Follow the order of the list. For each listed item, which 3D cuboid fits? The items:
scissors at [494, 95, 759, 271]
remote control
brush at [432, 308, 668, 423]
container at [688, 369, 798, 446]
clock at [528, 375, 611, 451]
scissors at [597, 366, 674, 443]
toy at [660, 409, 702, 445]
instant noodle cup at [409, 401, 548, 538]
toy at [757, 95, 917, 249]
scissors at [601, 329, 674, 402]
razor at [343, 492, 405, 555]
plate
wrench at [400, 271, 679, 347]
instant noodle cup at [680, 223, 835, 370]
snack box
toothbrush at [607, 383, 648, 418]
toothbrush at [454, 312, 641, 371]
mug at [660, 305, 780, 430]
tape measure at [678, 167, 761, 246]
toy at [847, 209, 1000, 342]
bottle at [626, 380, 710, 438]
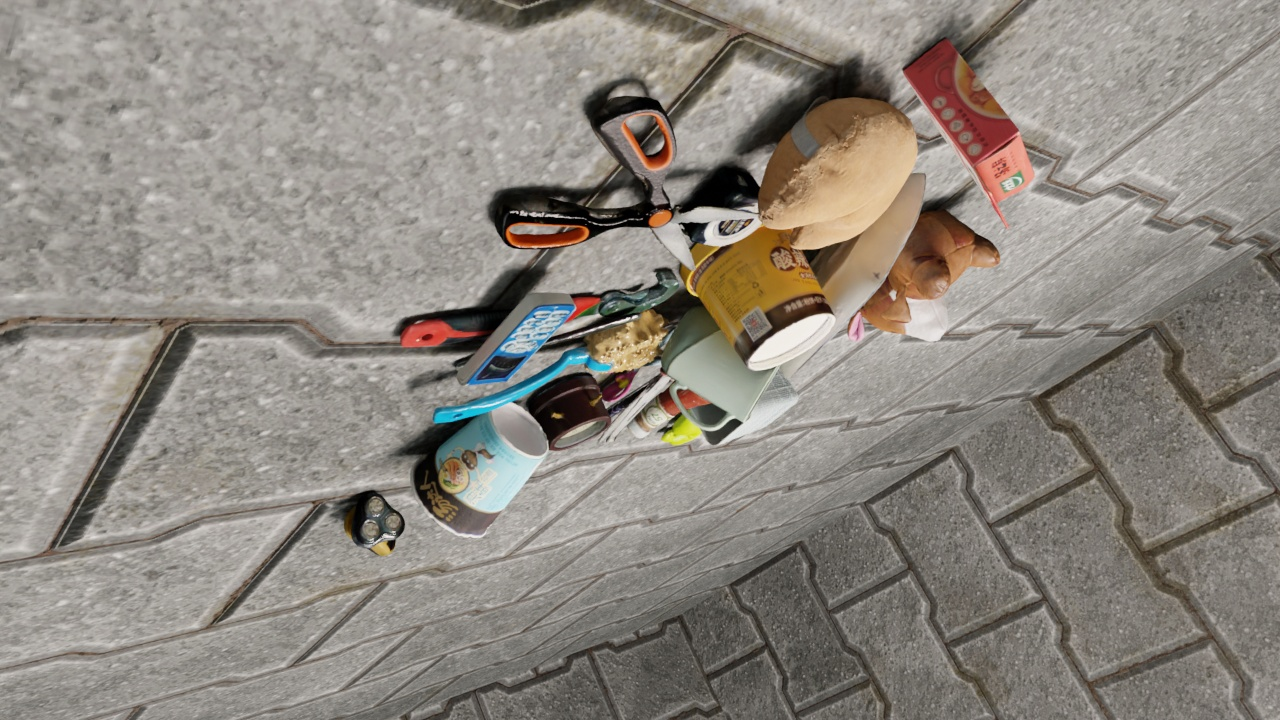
[{"bbox_3d":[-0.006,-0.118,0.687,0.227,0.021,0.221,-17,153,-7],"label":"scissors"},{"bbox_3d":[-0.107,-0.017,0.782,0.049,0.024,0.125,-4,149,-47],"label":"remote control"},{"bbox_3d":[-0.080,0.011,0.886,0.254,0.046,0.083,-23,164,-27],"label":"brush"},{"bbox_3d":[0.132,0.044,1.177,0.111,0.090,0.090,-11,154,-43],"label":"container"},{"bbox_3d":[-0.077,0.064,1.015,0.082,0.055,0.122,-22,161,-17],"label":"clock"},{"bbox_3d":[0.036,0.016,1.034,0.198,0.015,0.205,-27,156,-35],"label":"scissors"},{"bbox_3d":[0.074,0.091,1.296,0.096,0.031,0.100,-20,159,-12],"label":"toy"},{"bbox_3d":[-0.163,0.107,0.965,0.121,0.111,0.111,-45,154,22],"label":"instant noodle cup"},{"bbox_3d":[0.177,-0.152,0.784,0.144,0.082,0.225,-36,163,17],"label":"toy"},{"bbox_3d":[-0.006,0.006,1.022,0.134,0.017,0.134,-43,154,28],"label":"scissors"},{"bbox_3d":[-0.307,0.203,1.080,0.067,0.062,0.168,8,158,-6],"label":"razor"},{"bbox_3d":[0.197,-0.086,0.924,0.161,0.034,0.266,-64,-176,-34],"label":"plate"},{"bbox_3d":[-0.081,-0.042,0.813,0.272,0.016,0.056,-13,156,-32],"label":"wrench"},{"bbox_3d":[0.114,-0.062,0.861,0.118,0.114,0.119,-23,158,-10],"label":"instant noodle cup"},{"bbox_3d":[0.277,-0.183,0.750,0.044,0.127,0.113,-35,159,20],"label":"snack box"},{"bbox_3d":[-0.023,0.054,1.120,0.189,0.014,0.016,-35,146,20],"label":"toothbrush"},{"bbox_3d":[-0.083,-0.015,0.854,0.181,0.018,0.016,-18,164,-11],"label":"toothbrush"},{"bbox_3d":[0.074,0.012,0.927,0.111,0.106,0.082,-59,172,-4],"label":"mug"},{"bbox_3d":[0.073,-0.127,0.773,0.065,0.033,0.066,3,145,-49],"label":"tape measure"},{"bbox_3d":[0.323,-0.084,1.066,0.140,0.130,0.200,-24,170,-24],"label":"toy"},{"bbox_3d":[0.067,0.030,1.103,0.206,0.059,0.059,-35,158,25],"label":"bottle"}]
